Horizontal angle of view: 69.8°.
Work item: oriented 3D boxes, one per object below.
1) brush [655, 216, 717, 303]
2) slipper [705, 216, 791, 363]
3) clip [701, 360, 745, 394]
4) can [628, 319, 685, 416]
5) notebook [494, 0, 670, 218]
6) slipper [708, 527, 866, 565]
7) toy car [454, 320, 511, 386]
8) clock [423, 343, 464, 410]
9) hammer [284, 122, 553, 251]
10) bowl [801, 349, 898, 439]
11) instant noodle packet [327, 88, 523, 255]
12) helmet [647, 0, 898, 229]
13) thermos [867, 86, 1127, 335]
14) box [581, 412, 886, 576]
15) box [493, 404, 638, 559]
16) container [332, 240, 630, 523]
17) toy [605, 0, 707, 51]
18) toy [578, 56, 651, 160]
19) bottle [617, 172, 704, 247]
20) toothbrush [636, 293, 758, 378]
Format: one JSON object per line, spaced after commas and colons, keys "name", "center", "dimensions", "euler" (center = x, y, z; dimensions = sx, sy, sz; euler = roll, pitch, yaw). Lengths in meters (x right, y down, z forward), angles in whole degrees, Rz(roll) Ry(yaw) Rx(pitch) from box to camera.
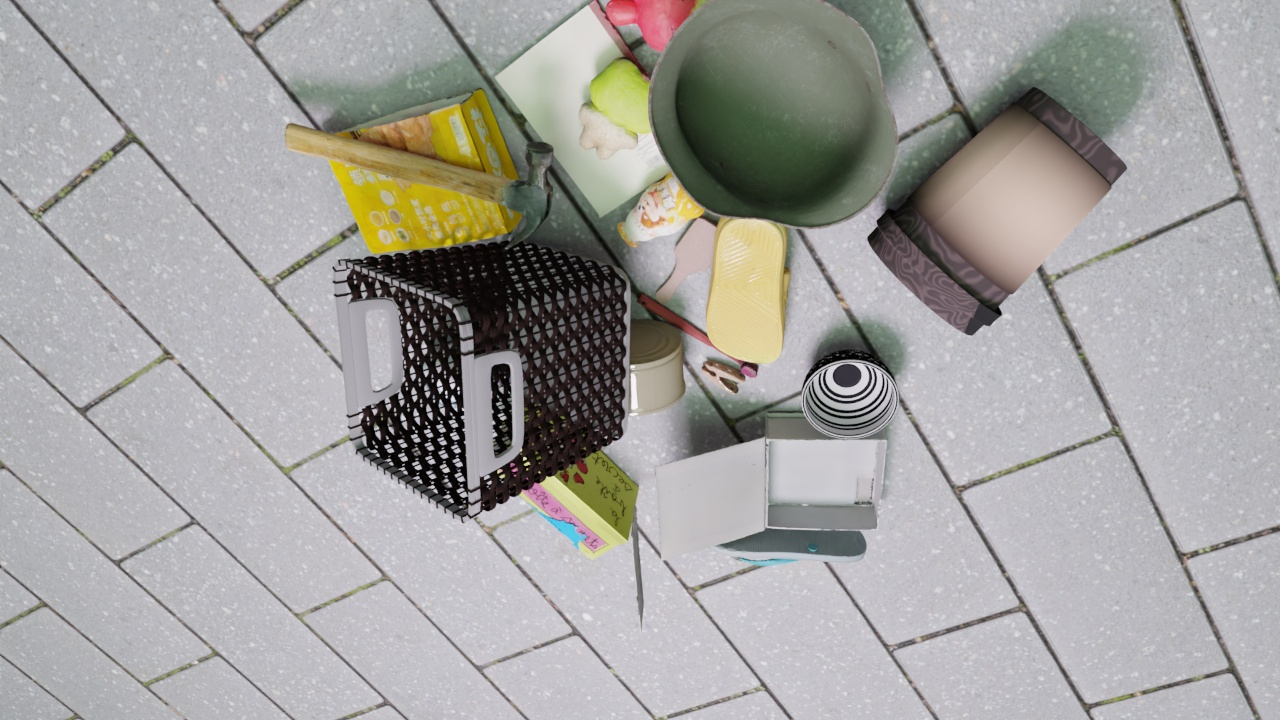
{"name": "brush", "center": [0.059, -0.122, 1.156], "dimensions": [0.050, 0.015, 0.136], "euler": [31, 127, -9]}
{"name": "slipper", "center": [0.132, -0.099, 1.116], "dimensions": [0.099, 0.078, 0.264], "euler": [6, 143, 8]}
{"name": "clip", "center": [0.114, 0.015, 1.224], "dimensions": [0.061, 0.025, 0.045], "euler": [34, 121, -7]}
{"name": "can", "center": [-0.007, 0.007, 1.178], "dimensions": [0.128, 0.127, 0.073], "euler": [1, 120, 9]}
{"name": "notebook", "center": [-0.049, -0.287, 1.071], "dimensions": [0.153, 0.012, 0.209], "euler": [-29, 113, 23]}
{"name": "slipper", "center": [0.189, 0.265, 1.323], "dimensions": [0.269, 0.098, 0.055], "euler": [8, 121, 3]}
{"name": "toy car", "center": [-0.209, -0.012, 1.254], "dimensions": [0.048, 0.033, 0.105], "euler": [-20, 119, 22]}
{"name": "clock", "center": [-0.250, 0.030, 1.259], "dimensions": [0.057, 0.083, 0.117], "euler": [-24, 114, 15]}
{"name": "hammer", "center": [-0.257, -0.218, 1.052], "dimensions": [0.331, 0.033, 0.132], "euler": [16, 128, 11]}
{"name": "bowl", "center": [0.268, 0.034, 1.184], "dimensions": [0.120, 0.066, 0.120], "euler": [4, 122, 7]}
{"name": "instant noodle packet", "center": [-0.268, -0.220, 1.117], "dimensions": [0.222, 0.084, 0.163], "euler": [-8, 120, 21]}
{"name": "helmet", "center": [0.143, -0.263, 0.968], "dimensions": [0.268, 0.153, 0.227], "euler": [39, 112, -12]}
{"name": "thermos", "center": [0.385, -0.163, 0.992], "dimensions": [0.172, 0.172, 0.227], "euler": [36, 114, -13]}
{"name": "box", "center": [0.130, 0.172, 1.250], "dimensions": [0.418, 0.108, 0.166], "euler": [-7, 121, -4]}
{"name": "box", "center": [-0.105, 0.166, 1.297], "dimensions": [0.079, 0.124, 0.221], "euler": [-37, 108, 29]}
{"name": "container", "center": [-0.175, 0.000, 1.068], "dimensions": [0.246, 0.242, 0.248], "euler": [20, 118, 40]}
{"name": "toy", "center": [0.029, -0.377, 0.981], "dimensions": [0.135, 0.045, 0.092], "euler": [14, 121, -7]}
{"name": "toy", "center": [-0.024, -0.279, 1.039], "dimensions": [0.092, 0.043, 0.118], "euler": [31, 123, -13]}
{"name": "bottle", "center": [0.024, -0.178, 1.096], "dimensions": [0.109, 0.063, 0.063], "euler": [-33, 111, 25]}
{"name": "toothbrush", "center": [0.077, -0.031, 1.205], "dimensions": [0.190, 0.016, 0.016], "euler": [32, 123, -11]}
